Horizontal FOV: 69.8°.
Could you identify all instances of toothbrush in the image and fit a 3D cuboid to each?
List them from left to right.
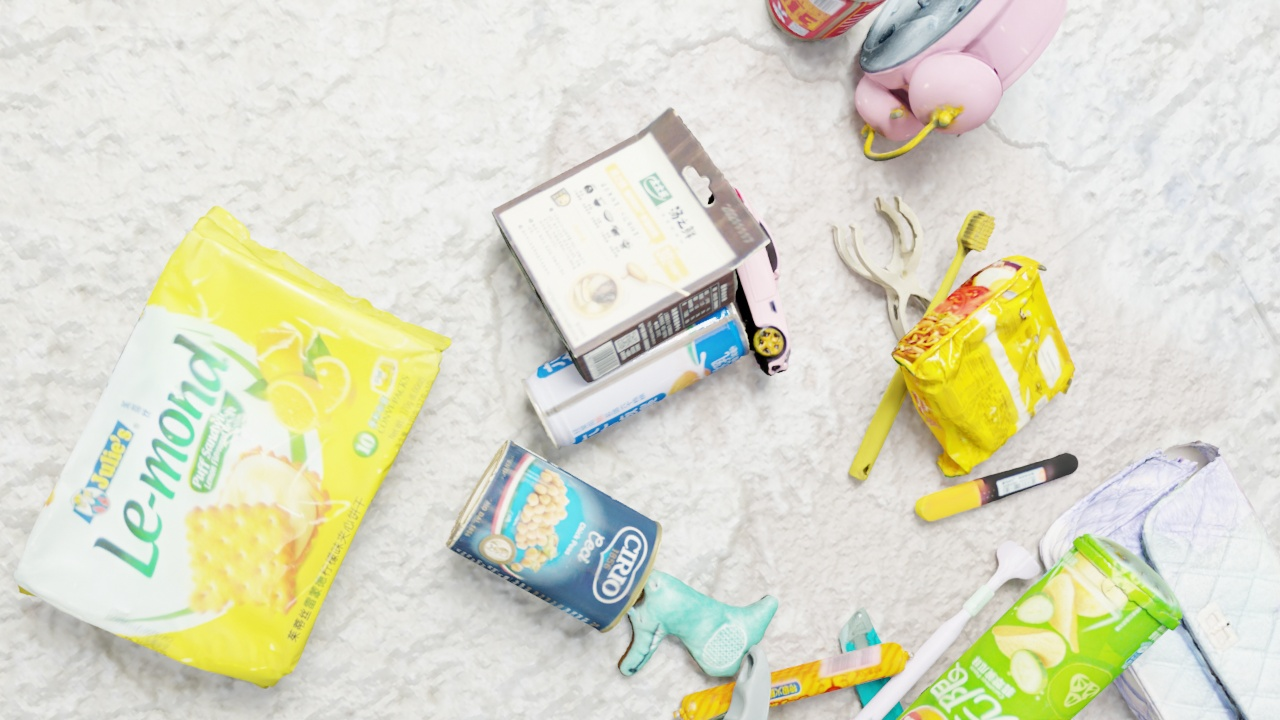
[{"bbox_3d":[0.181,-0.006,0.593,0.015,0.016,0.190,17,104,-18],"label":"toothbrush"},{"bbox_3d":[0.197,0.196,0.620,0.189,0.021,0.029,-43,61,-8],"label":"toothbrush"}]

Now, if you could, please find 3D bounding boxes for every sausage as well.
[{"bbox_3d":[0.102,0.214,0.608,0.165,0.021,0.021,-14,96,-1],"label":"sausage"}]

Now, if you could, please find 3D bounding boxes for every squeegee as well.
[{"bbox_3d":[0.032,0.291,0.545,0.039,0.247,0.246,35,67,-17],"label":"squeegee"}]

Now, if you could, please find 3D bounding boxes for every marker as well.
[{"bbox_3d":[0.246,0.086,0.632,0.123,0.015,0.018,-15,97,-10],"label":"marker"}]

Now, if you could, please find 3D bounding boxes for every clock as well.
[{"bbox_3d":[0.185,-0.188,0.554,0.060,0.117,0.158,36,86,-21],"label":"clock"}]

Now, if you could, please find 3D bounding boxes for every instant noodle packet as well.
[{"bbox_3d":[0.221,0.006,0.587,0.110,0.044,0.128,-38,128,-2],"label":"instant noodle packet"}]

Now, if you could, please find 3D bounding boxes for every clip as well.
[{"bbox_3d":[0.177,-0.066,0.601,0.104,0.035,0.083,42,88,-14],"label":"clip"}]

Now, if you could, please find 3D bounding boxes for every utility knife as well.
[{"bbox_3d":[0.180,0.267,0.634,0.029,0.013,0.207,-23,97,-5],"label":"utility knife"}]

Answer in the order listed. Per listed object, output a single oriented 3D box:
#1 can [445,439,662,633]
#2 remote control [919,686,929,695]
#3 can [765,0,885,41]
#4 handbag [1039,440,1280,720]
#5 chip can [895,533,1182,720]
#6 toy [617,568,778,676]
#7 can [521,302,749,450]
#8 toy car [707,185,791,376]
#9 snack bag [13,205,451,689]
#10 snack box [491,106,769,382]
[{"bbox_3d":[-0.053,0.105,0.556,0.111,0.075,0.075,31,89,-9],"label":"can"},{"bbox_3d":[0.231,0.279,0.637,0.053,0.024,0.136,-28,95,-3],"label":"remote control"},{"bbox_3d":[0.116,-0.233,0.548,0.066,0.094,0.066,-1,93,-9],"label":"can"},{"bbox_3d":[0.377,0.168,0.625,0.134,0.075,0.194,-35,99,-3],"label":"handbag"},{"bbox_3d":[0.232,0.204,0.571,0.072,0.072,0.221,38,102,-9],"label":"chip can"},{"bbox_3d":[0.030,0.174,0.598,0.092,0.030,0.096,32,96,-5],"label":"toy"},{"bbox_3d":[-0.003,0.003,0.567,0.134,0.053,0.053,-27,97,-6],"label":"can"},{"bbox_3d":[0.071,-0.050,0.575,0.037,0.056,0.122,-19,97,0],"label":"toy car"},{"bbox_3d":[-0.228,0.056,0.530,0.158,0.068,0.246,27,90,-10],"label":"snack bag"},{"bbox_3d":[-0.007,-0.068,0.538,0.125,0.053,0.113,-29,67,-6],"label":"snack box"}]
